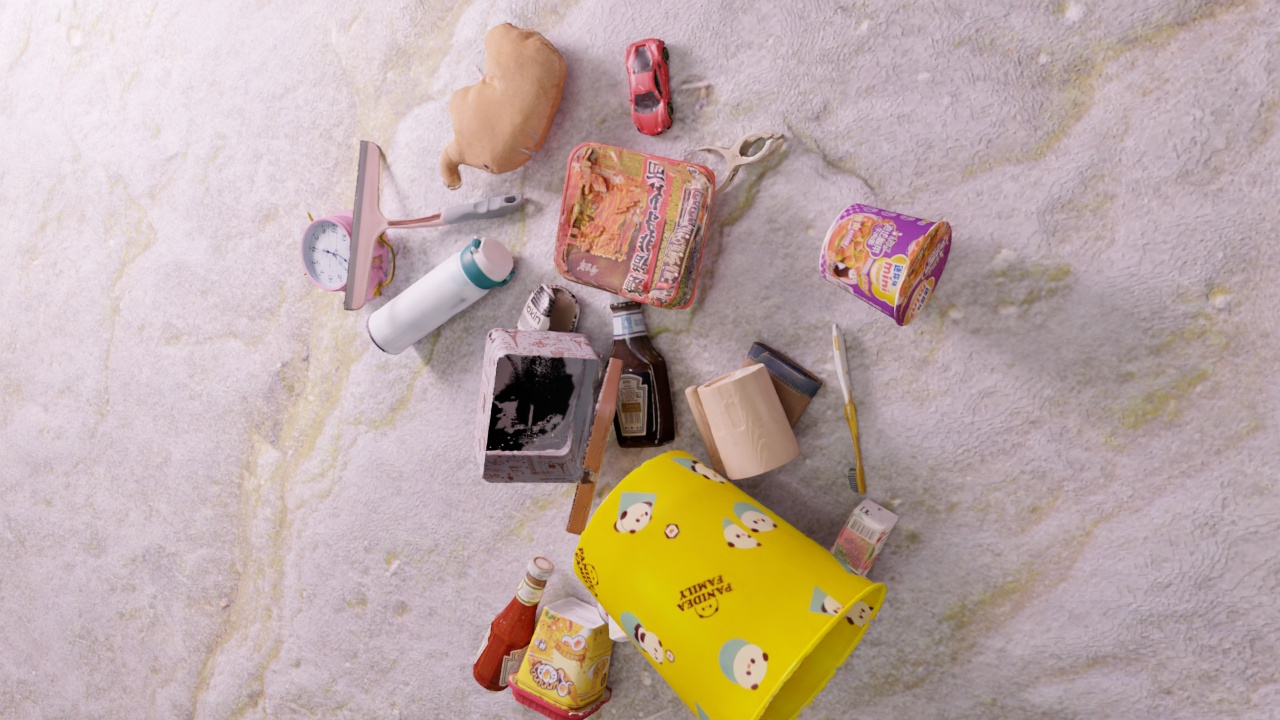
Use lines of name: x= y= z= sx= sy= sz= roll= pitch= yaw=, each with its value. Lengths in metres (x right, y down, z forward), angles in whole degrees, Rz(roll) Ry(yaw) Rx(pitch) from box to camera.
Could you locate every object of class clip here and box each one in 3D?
clip: x=0.111 y=-0.228 z=1.007 sx=0.097 sy=0.034 sz=0.061 roll=-19 pitch=91 yaw=37

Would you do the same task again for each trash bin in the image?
trash bin: x=0.082 y=0.240 z=0.951 sx=0.255 sy=0.229 sz=0.230 roll=39 pitch=114 yaw=28

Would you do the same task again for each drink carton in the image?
drink carton: x=0.231 y=0.215 z=1.008 sx=0.045 sy=0.053 sz=0.123 roll=32 pitch=112 yaw=23

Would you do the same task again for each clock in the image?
clock: x=-0.399 y=-0.144 z=1.267 sx=0.159 sy=0.059 sz=0.117 roll=15 pitch=106 yaw=22

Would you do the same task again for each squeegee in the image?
squeegee: x=-0.260 y=-0.188 z=1.194 sx=0.250 sy=0.040 sz=0.247 roll=-5 pitch=72 yaw=18

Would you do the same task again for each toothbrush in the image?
toothbrush: x=0.225 y=0.054 z=1.004 sx=0.018 sy=0.016 sz=0.191 roll=-6 pitch=96 yaw=37

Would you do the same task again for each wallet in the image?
wallet: x=0.140 y=0.047 z=1.039 sx=0.090 sy=0.033 sz=0.115 roll=35 pitch=116 yaw=17

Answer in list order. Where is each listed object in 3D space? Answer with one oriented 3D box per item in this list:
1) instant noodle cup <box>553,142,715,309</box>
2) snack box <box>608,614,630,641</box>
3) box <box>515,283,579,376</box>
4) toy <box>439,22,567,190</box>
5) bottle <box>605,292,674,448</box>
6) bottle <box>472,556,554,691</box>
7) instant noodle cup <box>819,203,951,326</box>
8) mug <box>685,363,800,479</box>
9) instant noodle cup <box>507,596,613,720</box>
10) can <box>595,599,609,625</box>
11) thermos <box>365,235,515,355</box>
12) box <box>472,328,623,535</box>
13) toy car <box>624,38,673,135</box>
instant noodle cup: x=-0.003 y=-0.155 z=1.049 sx=0.189 sy=0.079 sz=0.165 roll=18 pitch=106 yaw=22
snack box: x=0.000 y=0.251 z=1.105 sx=0.085 sy=0.027 sz=0.156 roll=-22 pitch=56 yaw=28
box: x=-0.123 y=-0.019 z=1.161 sx=0.075 sy=0.080 sz=0.164 roll=43 pitch=121 yaw=49
toy: x=-0.173 y=-0.290 z=1.108 sx=0.143 sy=0.082 sz=0.226 roll=45 pitch=111 yaw=27
bottle: x=-0.007 y=0.006 z=1.100 sx=0.080 sy=0.043 sz=0.195 roll=-6 pitch=95 yaw=38
bottle: x=-0.168 y=0.353 z=1.236 sx=0.060 sy=0.059 sz=0.206 roll=32 pitch=111 yaw=19
instant noodle cup: x=0.242 y=-0.104 z=0.921 sx=0.099 sy=0.111 sz=0.112 roll=30 pitch=111 yaw=30
mug: x=0.105 y=0.068 z=1.007 sx=0.125 sy=0.084 sz=0.103 roll=-16 pitch=96 yaw=56
instant noodle cup: x=-0.091 y=0.380 z=1.177 sx=0.116 sy=0.116 sz=0.123 roll=18 pitch=94 yaw=24
can: x=0.012 y=0.290 z=1.133 sx=0.133 sy=0.053 sz=0.053 roll=-22 pitch=88 yaw=28
thermos: x=-0.260 y=-0.084 z=1.204 sx=0.225 sy=0.073 sz=0.073 roll=-29 pitch=85 yaw=28
box: x=-0.099 y=0.085 z=1.061 sx=0.192 sy=0.156 sz=0.183 roll=-121 pitch=38 yaw=-59
toy car: x=0.009 y=-0.310 z=1.044 sx=0.049 sy=0.031 sz=0.106 roll=-1 pitch=100 yaw=29
